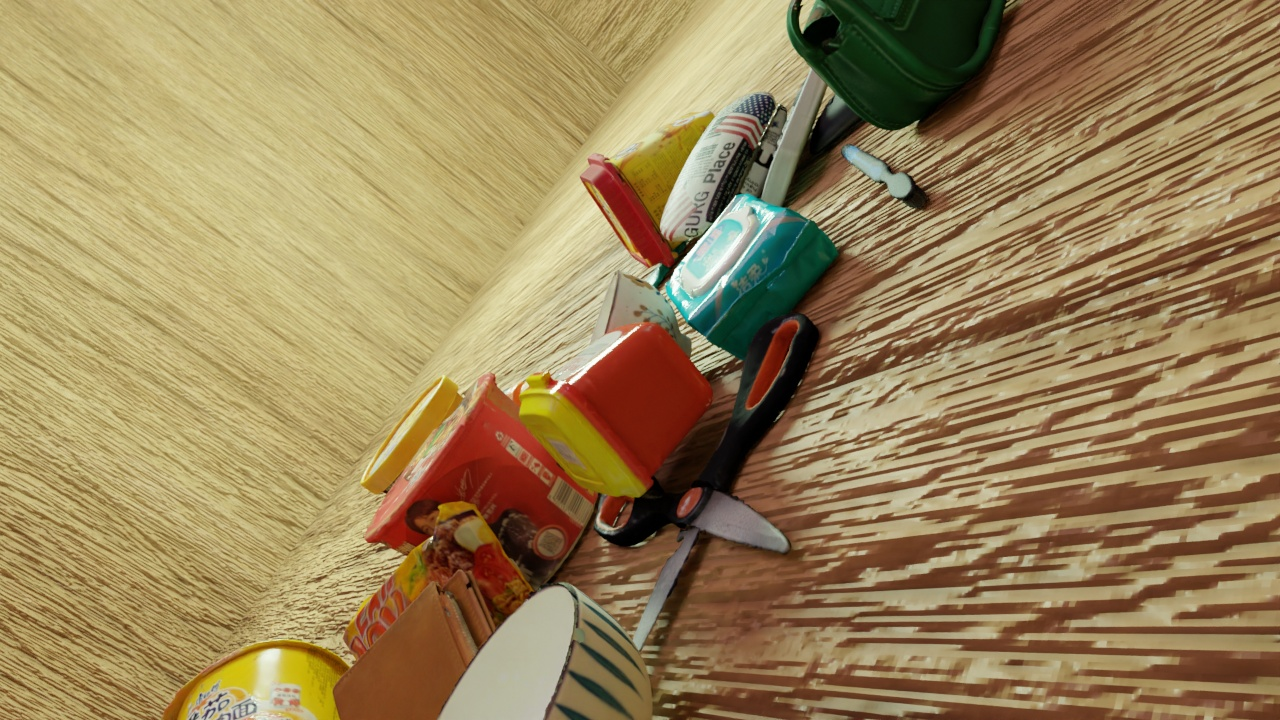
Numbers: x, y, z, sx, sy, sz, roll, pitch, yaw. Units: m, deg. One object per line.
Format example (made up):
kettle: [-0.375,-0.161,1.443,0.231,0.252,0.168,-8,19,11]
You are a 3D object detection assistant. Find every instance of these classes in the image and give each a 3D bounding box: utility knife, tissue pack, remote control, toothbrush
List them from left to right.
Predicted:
utility knife: [0.005,-0.068,0.872,0.166,0.013,0.029,-55,19,-11]
tissue pack: [0.066,-0.056,0.584,0.093,0.050,0.133,-50,15,6]
remote control: [0.124,-0.182,0.722,0.058,0.021,0.149,104,-172,-49]
remote control: [0.167,-0.200,0.669,0.137,0.024,0.053,-36,23,48]
toothbrush: [0.146,-0.117,0.567,0.014,0.016,0.189,-57,10,17]

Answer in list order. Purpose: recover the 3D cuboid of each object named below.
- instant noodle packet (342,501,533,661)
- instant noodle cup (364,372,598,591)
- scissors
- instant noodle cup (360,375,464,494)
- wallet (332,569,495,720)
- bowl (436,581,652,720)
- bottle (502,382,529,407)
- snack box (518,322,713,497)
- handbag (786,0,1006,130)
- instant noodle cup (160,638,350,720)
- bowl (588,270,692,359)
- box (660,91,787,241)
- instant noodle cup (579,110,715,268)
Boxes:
instant noodle packet: [-0.117,0.159,0.538,0.129,0.110,0.044,-47,-21,24]
instant noodle cup: [-0.102,0.095,0.622,0.138,0.108,0.137,-49,13,14]
scissors: [0.026,0.064,0.476,0.221,0.021,0.233,-28,27,59]
instant noodle cup: [-0.166,0.092,0.814,0.119,0.114,0.118,-48,14,16]
wallet: [-0.101,0.184,0.457,0.108,0.031,0.132,-48,47,8]
bowl: [-0.035,0.154,0.361,0.117,0.066,0.116,-49,15,17]
bottle: [-0.125,0.054,0.900,0.150,0.067,0.066,-32,24,37]
snack box: [-0.014,0.023,0.501,0.080,0.082,0.091,-44,12,-16]
handbag: [0.152,-0.215,0.556,0.068,0.120,0.131,-31,33,60]
instant noodle cup: [-0.252,0.278,0.620,0.138,0.138,0.110,-53,22,-1]
bowl: [-0.004,0.004,0.603,0.113,0.062,0.113,-164,92,-84]
box: [0.066,-0.158,0.746,0.163,0.082,0.075,-61,6,-25]
instant noodle cup: [0.025,-0.164,0.846,0.123,0.116,0.116,-36,18,-1]
